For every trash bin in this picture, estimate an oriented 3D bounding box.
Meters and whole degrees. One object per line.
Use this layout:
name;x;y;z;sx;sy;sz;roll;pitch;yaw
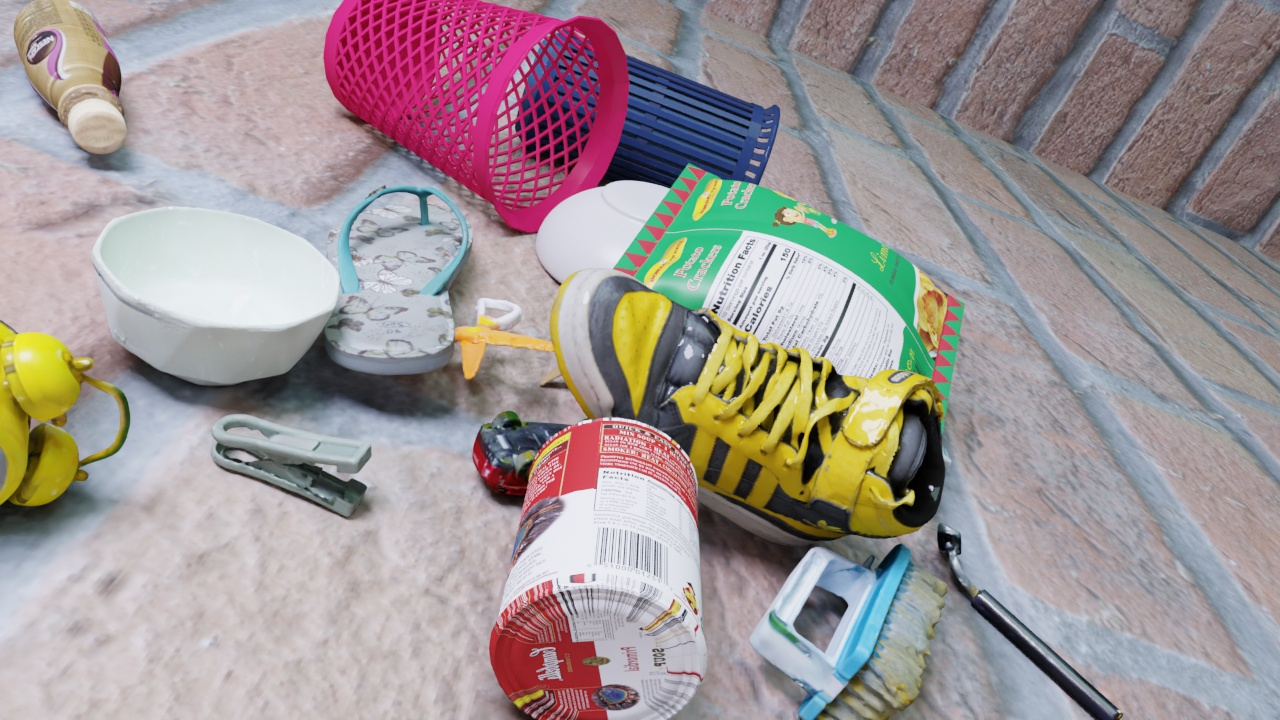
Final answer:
trash bin;0.003;-0.243;0.960;0.249;0.139;0.139;19;28;-6

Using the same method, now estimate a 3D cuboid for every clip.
clip;-0.164;0.041;0.434;0.078;0.051;0.023;30;26;-6

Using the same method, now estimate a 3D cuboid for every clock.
clock;-0.261;0.021;0.348;0.118;0.083;0.057;0;42;-34

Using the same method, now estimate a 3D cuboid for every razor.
razor;0.230;0.162;0.561;0.144;0.022;0.043;51;-3;34

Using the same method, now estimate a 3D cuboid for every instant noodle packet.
instant noodle packet;0.117;-0.047;0.682;0.253;0.091;0.195;28;43;3

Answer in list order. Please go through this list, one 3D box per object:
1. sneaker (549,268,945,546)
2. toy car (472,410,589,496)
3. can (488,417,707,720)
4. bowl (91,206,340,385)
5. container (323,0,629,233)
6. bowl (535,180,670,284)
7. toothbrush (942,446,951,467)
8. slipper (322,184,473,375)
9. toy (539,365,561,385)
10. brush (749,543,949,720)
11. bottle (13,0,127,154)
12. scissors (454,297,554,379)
sneaker;0.070;0.026;0.476;0.238;0.122;0.085;37;57;-33
toy car;-0.048;0.054;0.508;0.091;0.036;0.042;1;36;-36
can;-0.016;0.093;0.413;0.086;0.087;0.116;20;28;-9
bowl;-0.223;-0.027;0.483;0.117;0.061;0.117;18;29;-11
container;-0.154;-0.242;0.811;0.226;0.183;0.182;29;27;24
bowl;0.004;-0.105;0.770;0.176;0.066;0.176;12;30;-7
toothbrush;0.137;0.047;0.680;0.222;0.027;0.026;17;49;-16
slipper;-0.161;-0.072;0.596;0.098;0.055;0.268;3;27;-9
toy;-0.003;0.003;0.567;0.134;0.105;0.108;58;-9;-33
brush;0.114;0.131;0.483;0.075;0.055;0.135;37;29;13
bottle;-0.396;-0.198;0.646;0.059;0.060;0.166;-3;39;-41
scissors;-0.102;-0.017;0.570;0.125;0.011;0.127;9;26;19
